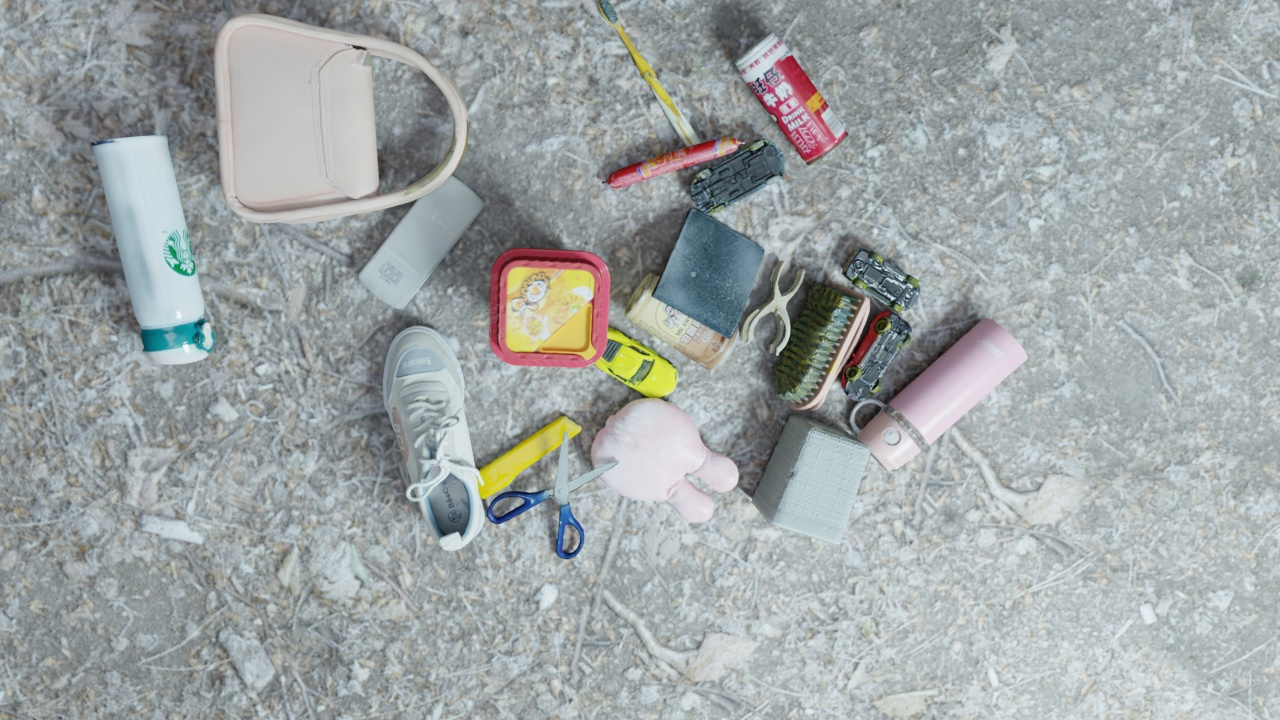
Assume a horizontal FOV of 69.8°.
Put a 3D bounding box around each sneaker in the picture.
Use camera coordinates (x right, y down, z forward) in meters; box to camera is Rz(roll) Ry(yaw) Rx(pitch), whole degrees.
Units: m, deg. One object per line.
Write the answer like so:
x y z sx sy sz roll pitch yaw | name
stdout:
-0.220 0.084 0.964 0.089 0.091 0.242 -12 95 -3 | sneaker

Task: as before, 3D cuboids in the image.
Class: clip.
0.158 -0.049 1.011 0.084 0.035 0.104 40 88 -9 | clip

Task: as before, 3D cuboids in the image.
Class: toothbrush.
0.013 -0.290 0.948 0.016 0.018 0.191 -34 104 4 | toothbrush

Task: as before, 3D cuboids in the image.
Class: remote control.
-0.229 -0.125 0.959 0.058 0.021 0.150 40 96 -11 | remote control

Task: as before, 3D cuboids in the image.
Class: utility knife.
-0.134 0.110 1.024 0.154 0.015 0.033 -33 104 2 | utility knife

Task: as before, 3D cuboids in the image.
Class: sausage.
0.034 -0.209 0.961 0.156 0.020 0.020 -17 104 5 | sausage

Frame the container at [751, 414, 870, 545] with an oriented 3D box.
0.192 0.129 1.026 0.090 0.090 0.114 19 96 -10 | container

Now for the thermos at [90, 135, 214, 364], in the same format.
-0.480 -0.107 0.915 0.073 0.073 0.224 -8 103 -4 | thermos

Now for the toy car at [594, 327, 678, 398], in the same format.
-0.006 0.006 1.006 0.105 0.032 0.048 31 97 -13 | toy car

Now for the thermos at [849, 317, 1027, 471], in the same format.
0.329 0.034 1.034 0.199 0.067 0.087 -42 72 6 | thermos

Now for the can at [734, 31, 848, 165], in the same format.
0.156 -0.270 0.949 0.053 0.053 0.133 -39 103 3 | can

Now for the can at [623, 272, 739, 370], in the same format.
0.045 -0.041 0.986 0.116 0.058 0.058 31 97 -12 | can

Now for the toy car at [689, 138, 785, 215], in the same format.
0.102 -0.195 0.972 0.105 0.031 0.049 -28 106 1 | toy car

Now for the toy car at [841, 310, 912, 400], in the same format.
0.260 -0.005 1.026 0.049 0.031 0.106 26 96 -36 | toy car

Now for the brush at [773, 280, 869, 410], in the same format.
0.201 -0.012 1.010 0.073 0.063 0.146 13 104 -39 | brush

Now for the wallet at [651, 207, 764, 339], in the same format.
0.074 -0.094 0.970 0.097 0.019 0.120 29 65 -12 | wallet

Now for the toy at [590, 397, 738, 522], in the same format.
0.026 0.113 1.019 0.159 0.054 0.121 36 103 -6 | toy

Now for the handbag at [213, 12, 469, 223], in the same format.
-0.287 -0.231 0.899 0.234 0.093 0.193 -2 102 -8 | handbag

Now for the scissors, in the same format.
-0.095 0.155 1.021 0.162 0.012 0.175 -8 117 9 | scissors

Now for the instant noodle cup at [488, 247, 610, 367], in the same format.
-0.093 -0.060 0.935 0.116 0.123 0.116 2 103 -7 | instant noodle cup

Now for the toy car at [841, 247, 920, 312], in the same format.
0.266 -0.088 1.010 0.090 0.035 0.042 30 99 -12 | toy car
